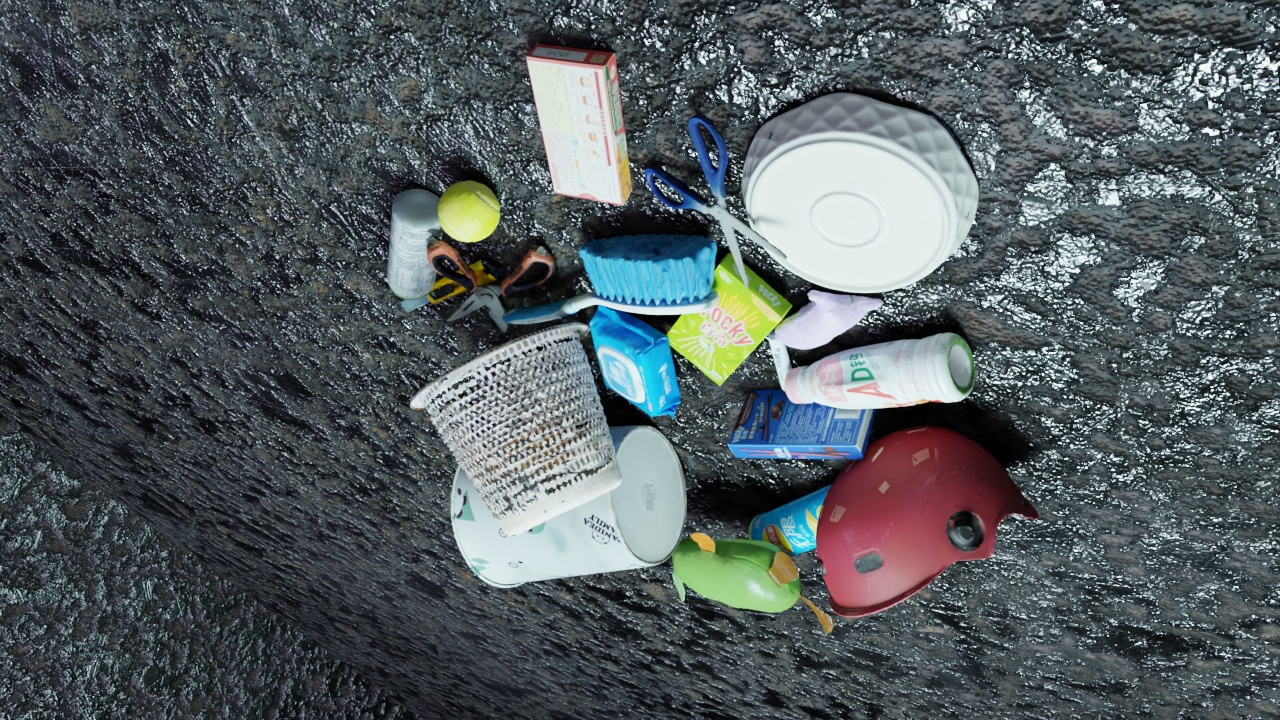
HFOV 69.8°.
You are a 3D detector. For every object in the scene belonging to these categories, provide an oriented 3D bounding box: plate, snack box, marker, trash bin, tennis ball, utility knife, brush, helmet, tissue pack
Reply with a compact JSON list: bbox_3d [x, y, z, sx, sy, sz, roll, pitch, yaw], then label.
[{"bbox_3d":[0.184,-0.135,0.802,0.205,0.045,0.205,17,145,12],"label":"plate"},{"bbox_3d":[0.090,-0.040,0.984,0.086,0.026,0.157,41,145,3],"label":"snack box"},{"bbox_3d":[0.151,-0.011,1.009,0.023,0.018,0.131,15,145,33],"label":"marker"},{"bbox_3d":[-0.055,-0.217,0.857,0.077,0.026,0.156,14,144,17],"label":"snack box"},{"bbox_3d":[-0.126,0.088,1.070,0.228,0.226,0.192,-34,80,51],"label":"trash bin"},{"bbox_3d":[-0.183,-0.159,0.979,0.065,0.065,0.066,17,145,12],"label":"tennis ball"},{"bbox_3d":[0.183,0.070,1.036,0.157,0.084,0.026,-3,136,35],"label":"snack box"},{"bbox_3d":[-0.243,-0.088,1.151,0.220,0.015,0.033,-16,126,44],"label":"utility knife"},{"bbox_3d":[-0.050,-0.080,0.999,0.315,0.060,0.109,6,129,34],"label":"brush"},{"bbox_3d":[0.279,0.157,0.988,0.144,0.239,0.207,63,152,3],"label":"helmet"},{"bbox_3d":[-0.090,0.191,1.260,0.252,0.228,0.229,-11,132,32],"label":"trash bin"},{"bbox_3d":[-0.006,0.006,1.076,0.095,0.052,0.157,30,151,32],"label":"tissue pack"}]

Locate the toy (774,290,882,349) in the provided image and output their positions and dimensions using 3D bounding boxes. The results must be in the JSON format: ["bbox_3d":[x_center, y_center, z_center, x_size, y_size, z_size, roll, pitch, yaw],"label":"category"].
[{"bbox_3d":[0.179,-0.040,0.928,0.083,0.039,0.108,8,156,-24],"label":"toy"}]

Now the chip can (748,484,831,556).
[{"bbox_3d":[0.230,0.209,1.201,0.071,0.071,0.211,34,144,-13],"label":"chip can"}]

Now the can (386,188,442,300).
[{"bbox_3d":[-0.263,-0.132,1.069,0.058,0.058,0.147,26,146,-1],"label":"can"}]

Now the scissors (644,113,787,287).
[{"bbox_3d":[0.066,-0.146,0.839,0.162,0.012,0.176,23,140,39],"label":"scissors"}]

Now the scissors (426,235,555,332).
[{"bbox_3d":[-0.177,-0.088,1.085,0.189,0.015,0.226,-6,153,16],"label":"scissors"}]

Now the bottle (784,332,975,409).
[{"bbox_3d":[0.240,0.016,0.951,0.197,0.068,0.068,-9,133,45],"label":"bottle"}]

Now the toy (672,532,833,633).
[{"bbox_3d":[0.135,0.285,1.225,0.247,0.089,0.227,2,143,43],"label":"toy"}]
